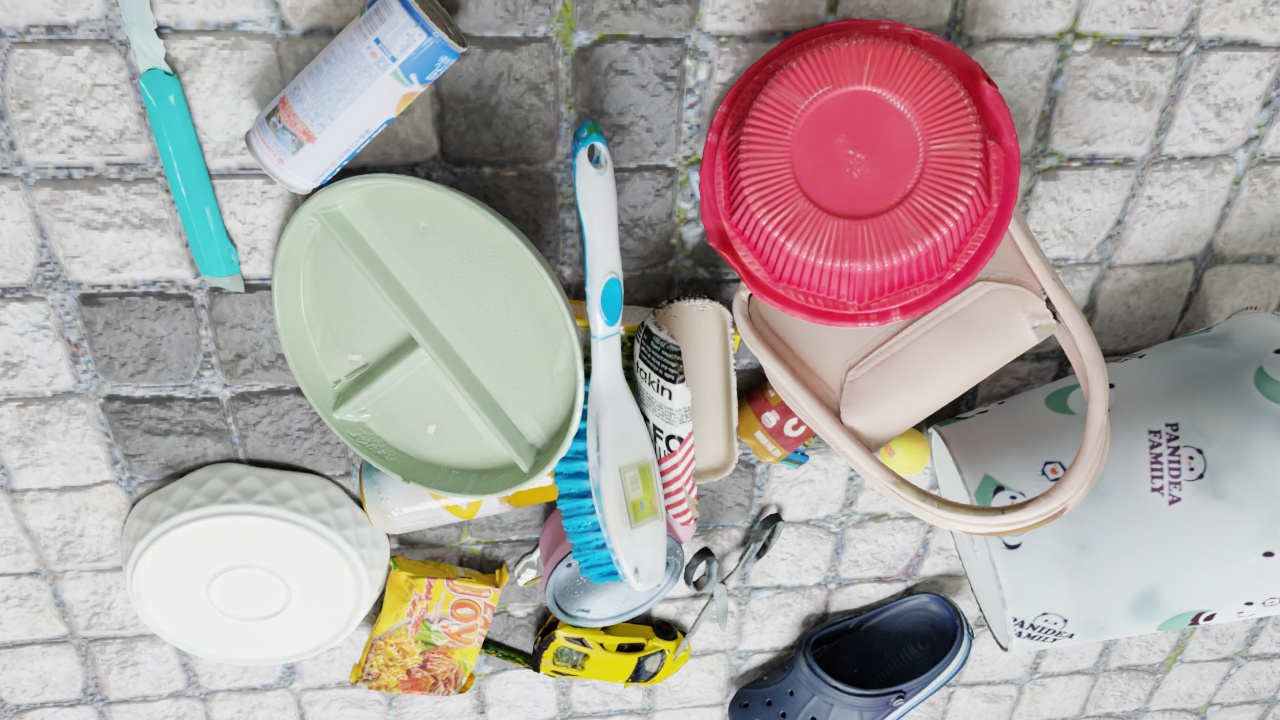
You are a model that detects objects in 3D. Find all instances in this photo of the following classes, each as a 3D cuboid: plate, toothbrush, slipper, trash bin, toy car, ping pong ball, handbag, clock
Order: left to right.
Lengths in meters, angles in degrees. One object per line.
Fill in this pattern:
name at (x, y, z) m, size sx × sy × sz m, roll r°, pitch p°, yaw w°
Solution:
plate at (-0.309, 0.174, 0.737) m, size 0.205 × 0.045 × 0.205 m, roll -4°, pitch 123°, yaw -7°
plate at (-0.138, -0.011, 0.597) m, size 0.230 × 0.027 × 0.230 m, roll 10°, pitch 120°, yaw 17°
toothbrush at (-0.151, 0.257, 0.833) m, size 0.185 × 0.017 × 0.012 m, roll 30°, pitch 79°, yaw -25°
toothbrush at (-0.054, 0.125, 0.762) m, size 0.016 × 0.016 × 0.180 m, roll 23°, pitch 117°, yaw -32°
toy car at (-0.024, 0.269, 0.848) m, size 0.155 × 0.041 × 0.071 m, roll 14°, pitch 120°, yaw -19°
clock at (-0.017, 0.144, 0.745) m, size 0.117 × 0.059 × 0.159 m, roll 23°, pitch 116°, yaw -35°
slipper at (0.192, 0.300, 0.862) m, size 0.253 × 0.105 × 0.095 m, roll -33°, pitch 129°, yaw 10°
ping pong ball at (0.218, 0.075, 0.757) m, size 0.040 × 0.040 × 0.040 m, roll -4°, pitch 124°, yaw -6°
handbag at (0.190, 0.001, 0.587) m, size 0.193 × 0.234 × 0.093 m, roll -36°, pitch 151°, yaw 8°
trash bin at (0.374, 0.104, 0.703) m, size 0.252 × 0.229 × 0.230 m, roll -17°, pitch 124°, yaw 9°

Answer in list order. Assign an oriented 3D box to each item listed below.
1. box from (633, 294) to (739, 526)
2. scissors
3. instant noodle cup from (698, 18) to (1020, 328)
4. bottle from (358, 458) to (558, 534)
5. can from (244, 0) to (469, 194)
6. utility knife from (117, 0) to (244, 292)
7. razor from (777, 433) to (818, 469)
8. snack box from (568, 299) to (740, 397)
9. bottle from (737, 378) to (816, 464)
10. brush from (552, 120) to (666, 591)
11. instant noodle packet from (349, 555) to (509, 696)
box at (0.039, 0.033, 0.649) m, size 0.087 × 0.076 × 0.163 m, roll -25°, pitch 125°, yaw -23°
scissors at (0.072, 0.200, 0.811) m, size 0.159 × 0.014 × 0.181 m, roll -42°, pitch 147°, yaw -5°
instant noodle cup at (0.126, -0.115, 0.541) m, size 0.194 × 0.065 × 0.194 m, roll 0°, pitch 91°, yaw 12°
bottle at (-0.112, 0.082, 0.693) m, size 0.189 × 0.068 × 0.068 m, roll -11°, pitch 124°, yaw -3°
can at (-0.167, -0.158, 0.535) m, size 0.135 × 0.053 × 0.053 m, roll -37°, pitch 121°, yaw 15°
utility knife at (-0.279, -0.137, 0.555) m, size 0.029 × 0.013 × 0.223 m, roll -4°, pitch 126°, yaw -5°
razor at (0.161, 0.031, 0.731) m, size 0.143 × 0.022 × 0.042 m, roll -47°, pitch 151°, yaw 16°
snack box at (-0.004, 0.004, 0.681) m, size 0.140 × 0.033 × 0.087 m, roll 4°, pitch 123°, yaw -13°
bottle at (0.150, 0.007, 0.692) m, size 0.175 × 0.057 × 0.057 m, roll -39°, pitch 120°, yaw 16°
brush at (-0.027, 0.009, 0.608) m, size 0.060 × 0.110 × 0.314 m, roll -15°, pitch 100°, yaw -28°
instant noodle packet at (-0.176, 0.226, 0.780) m, size 0.110 × 0.044 × 0.128 m, roll 14°, pitch 106°, yaw -28°
